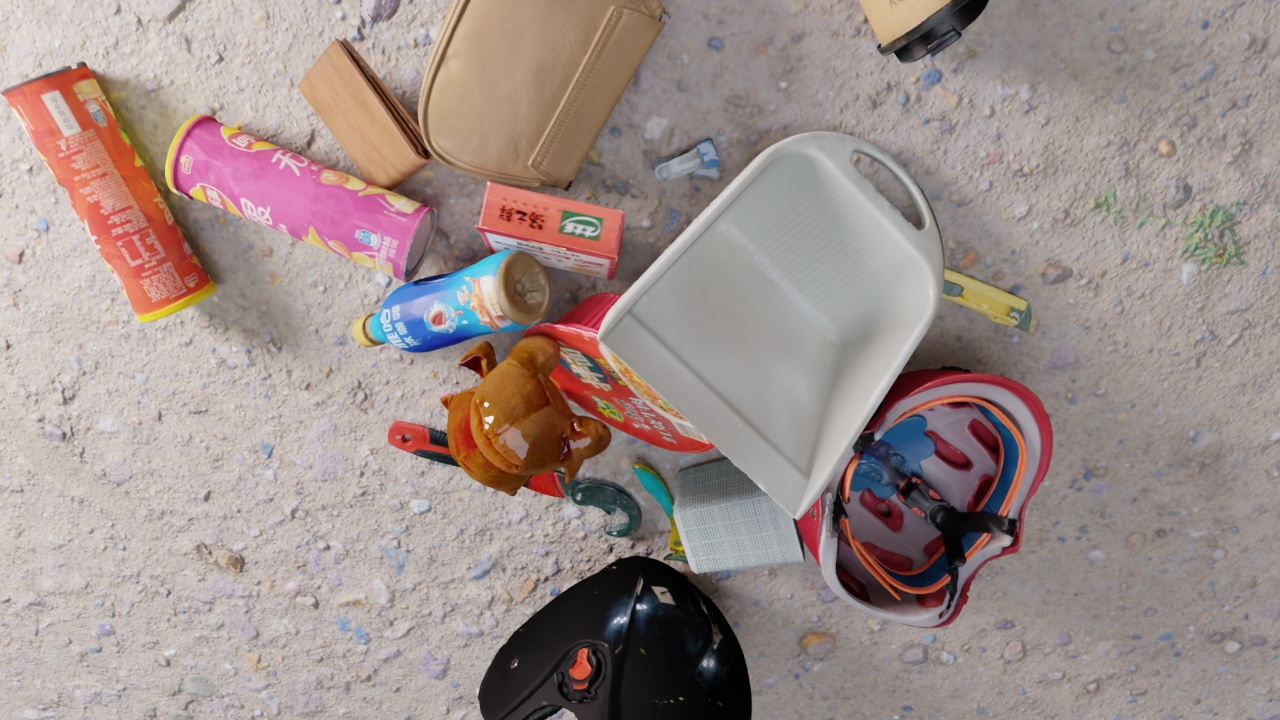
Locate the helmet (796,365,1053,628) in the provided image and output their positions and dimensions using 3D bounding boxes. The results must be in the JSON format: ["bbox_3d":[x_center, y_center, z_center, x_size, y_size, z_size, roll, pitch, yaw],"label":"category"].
[{"bbox_3d":[0.240,0.103,0.836,0.207,0.144,0.240,34,97,-21],"label":"helmet"}]

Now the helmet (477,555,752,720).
[{"bbox_3d":[-0.003,0.324,0.890,0.230,0.275,0.233,-45,122,-7],"label":"helmet"}]

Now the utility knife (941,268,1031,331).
[{"bbox_3d":[0.264,-0.070,0.821,0.196,0.020,0.031,21,114,-1],"label":"utility knife"}]

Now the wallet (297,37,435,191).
[{"bbox_3d":[-0.227,-0.196,0.753,0.101,0.020,0.115,-12,119,52],"label":"wallet"}]

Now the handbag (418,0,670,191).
[{"bbox_3d":[-0.082,-0.237,0.715,0.147,0.099,0.205,27,115,-18],"label":"handbag"}]

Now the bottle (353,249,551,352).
[{"bbox_3d":[-0.174,-0.043,0.796,0.219,0.065,0.065,-10,118,38],"label":"bottle"}]

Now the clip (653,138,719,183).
[{"bbox_3d":[0.038,-0.169,0.782,0.058,0.038,0.026,-20,115,11],"label":"clip"}]

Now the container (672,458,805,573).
[{"bbox_3d":[0.095,0.149,0.895,0.111,0.090,0.090,-13,114,13],"label":"container"}]

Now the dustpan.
[{"bbox_3d":[0.133,-0.055,0.732,0.222,0.256,0.143,42,136,-11],"label":"dustpan"}]

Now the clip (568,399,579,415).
[{"bbox_3d":[-0.101,0.073,0.899,0.103,0.034,0.092,-14,113,15],"label":"clip"}]

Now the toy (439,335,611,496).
[{"bbox_3d":[-0.109,0.053,0.804,0.140,0.130,0.200,59,146,4],"label":"toy"}]

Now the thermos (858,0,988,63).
[{"bbox_3d":[0.189,-0.297,0.675,0.093,0.093,0.143,-35,102,18],"label":"thermos"}]

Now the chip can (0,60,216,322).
[{"bbox_3d":[-0.455,-0.141,0.793,0.073,0.073,0.217,-16,114,11],"label":"chip can"}]

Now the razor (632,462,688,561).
[{"bbox_3d":[0.023,0.152,0.932,0.043,0.028,0.132,-3,123,40],"label":"razor"}]

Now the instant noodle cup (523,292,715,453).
[{"bbox_3d":[-0.005,0.005,0.803,0.194,0.194,0.065,37,68,-14],"label":"instant noodle cup"}]

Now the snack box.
[{"bbox_3d":[-0.071,-0.107,0.756,0.113,0.127,0.044,12,86,-3],"label":"snack box"}]

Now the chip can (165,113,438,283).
[{"bbox_3d":[-0.282,-0.136,0.774,0.210,0.071,0.071,22,115,-1],"label":"chip can"}]

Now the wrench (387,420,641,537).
[{"bbox_3d":[-0.124,0.116,0.931,0.273,0.016,0.056,22,115,-8],"label":"wrench"}]
